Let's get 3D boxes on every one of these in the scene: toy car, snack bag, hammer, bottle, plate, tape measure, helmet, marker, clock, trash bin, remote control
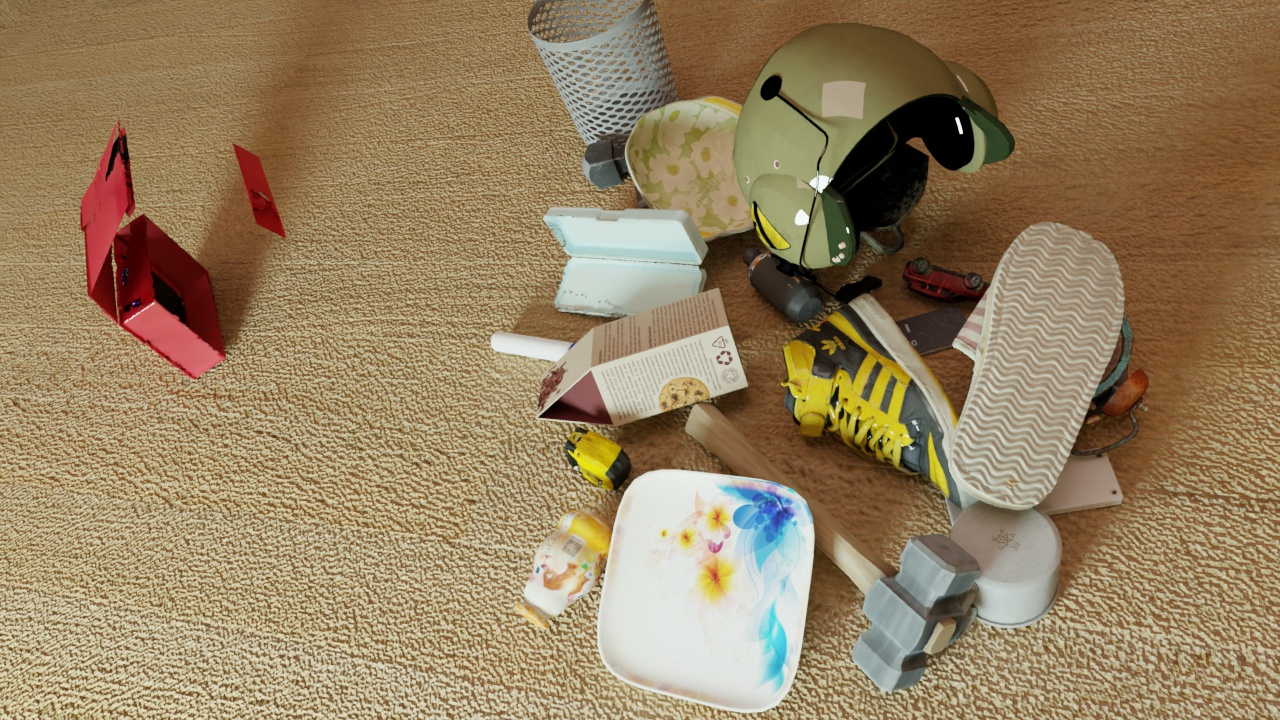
[{"bbox_3d":[0.305,-0.076,0.910,0.091,0.042,0.036,19,91,38],"label":"toy car"},{"bbox_3d":[-0.005,0.005,0.926,0.206,0.070,0.094,-17,25,8],"label":"snack bag"},{"bbox_3d":[0.010,-0.155,1.089,0.156,0.043,0.321,-13,53,11],"label":"hammer"},{"bbox_3d":[-0.069,0.189,0.834,0.063,0.063,0.109,24,65,33],"label":"bottle"},{"bbox_3d":[0.054,0.190,0.777,0.187,0.016,0.186,3,76,30],"label":"plate"},{"bbox_3d":[-0.042,0.099,0.892,0.064,0.066,0.037,29,67,11],"label":"tape measure"},{"bbox_3d":[0.203,-0.193,0.883,0.250,0.256,0.233,-33,54,-7],"label":"helmet"},{"bbox_3d":[-0.106,-0.014,1.032,0.133,0.023,0.027,9,36,27],"label":"marker"},{"bbox_3d":[0.370,0.010,0.802,0.121,0.073,0.157,-23,65,10],"label":"clock"},{"bbox_3d":[0.147,-0.084,0.973,0.047,0.047,0.112,-34,50,-7],"label":"bottle"},{"bbox_3d":[0.140,0.130,0.791,0.323,0.051,0.117,42,120,46],"label":"hammer"},{"bbox_3d":[-0.039,-0.381,1.183,0.157,0.183,0.156,-11,51,13],"label":"trash bin"},{"bbox_3d":[0.249,-0.017,0.908,0.147,0.008,0.045,-17,50,8],"label":"remote control"},{"bbox_3d":[0.329,0.109,0.778,0.136,0.011,0.050,-12,51,13],"label":"remote control"}]

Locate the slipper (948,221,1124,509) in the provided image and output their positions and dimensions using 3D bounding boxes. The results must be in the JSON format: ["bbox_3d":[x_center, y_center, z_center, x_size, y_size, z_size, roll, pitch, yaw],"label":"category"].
[{"bbox_3d":[0.313,0.002,0.747,0.115,0.052,0.262,21,66,13],"label":"slipper"}]

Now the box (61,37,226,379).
[{"bbox_3d":[-0.640,-0.164,1.127,0.123,0.379,0.211,-19,47,-16],"label":"box"}]

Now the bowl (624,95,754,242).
[{"bbox_3d":[0.070,-0.210,1.061,0.188,0.060,0.218,21,60,-3],"label":"bowl"}]

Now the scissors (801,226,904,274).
[{"bbox_3d":[0.213,-0.149,1.021,0.157,0.012,0.170,-44,52,-15],"label":"scissors"}]

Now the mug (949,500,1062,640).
[{"bbox_3d":[0.275,0.167,0.717,0.113,0.070,0.084,-43,51,-16],"label":"mug"}]

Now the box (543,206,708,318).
[{"bbox_3d":[-0.023,-0.107,1.008,0.198,0.078,0.122,8,91,38],"label":"box"}]

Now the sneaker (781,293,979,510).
[{"bbox_3d":[0.202,0.049,0.816,0.122,0.086,0.238,-27,47,6],"label":"sneaker"}]
